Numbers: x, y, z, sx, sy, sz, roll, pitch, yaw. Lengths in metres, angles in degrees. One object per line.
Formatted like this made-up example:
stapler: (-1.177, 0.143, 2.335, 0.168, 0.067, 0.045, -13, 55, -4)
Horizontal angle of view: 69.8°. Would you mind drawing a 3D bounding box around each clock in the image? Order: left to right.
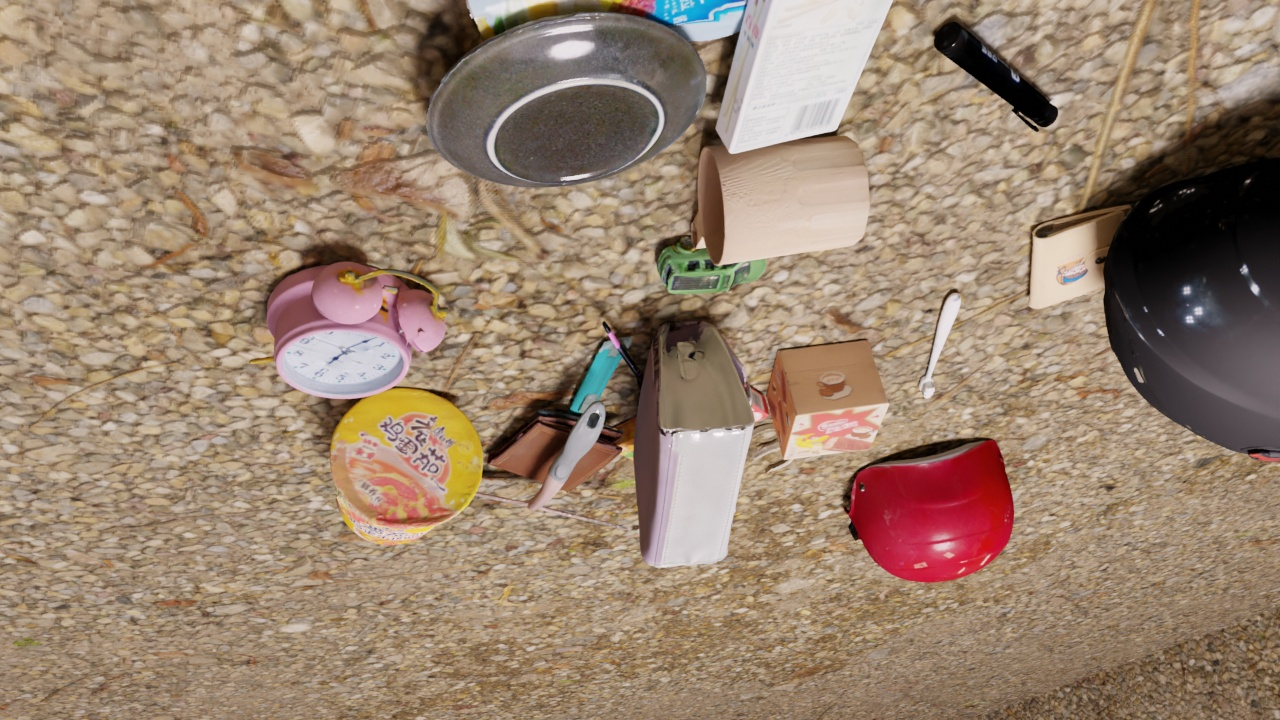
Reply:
clock: (-0.223, -0.028, 0.724, 0.159, 0.059, 0.117, -33, 141, 29)

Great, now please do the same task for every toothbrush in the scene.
toothbrush: (-0.005, 0.005, 0.857, 0.018, 0.014, 0.189, -24, 153, 3)
toothbrush: (0.302, -0.012, 0.926, 0.016, 0.016, 0.180, -12, 147, -1)

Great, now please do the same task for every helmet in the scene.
helmet: (0.382, 0.218, 1.190, 0.207, 0.143, 0.240, -13, 148, 0)
helmet: (0.506, -0.039, 0.747, 0.231, 0.233, 0.275, 4, 153, 31)

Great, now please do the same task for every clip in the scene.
clip: (0.171, 0.093, 1.040, 0.103, 0.035, 0.093, -15, 144, -7)

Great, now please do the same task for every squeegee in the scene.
squeegee: (-0.086, 0.113, 0.927, 0.247, 0.040, 0.250, 16, 143, -16)

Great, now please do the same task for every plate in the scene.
plate: (-0.043, -0.149, 0.577, 0.179, 0.024, 0.179, -12, 163, -4)

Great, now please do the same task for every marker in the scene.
marker: (0.246, -0.193, 0.631, 0.132, 0.020, 0.022, 18, 123, -37)

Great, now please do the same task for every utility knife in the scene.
utility knife: (-0.052, 0.039, 0.914, 0.029, 0.013, 0.217, 5, 145, -19)

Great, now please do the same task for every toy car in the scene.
toy car: (0.060, -0.077, 0.747, 0.091, 0.036, 0.043, -8, 146, -10)

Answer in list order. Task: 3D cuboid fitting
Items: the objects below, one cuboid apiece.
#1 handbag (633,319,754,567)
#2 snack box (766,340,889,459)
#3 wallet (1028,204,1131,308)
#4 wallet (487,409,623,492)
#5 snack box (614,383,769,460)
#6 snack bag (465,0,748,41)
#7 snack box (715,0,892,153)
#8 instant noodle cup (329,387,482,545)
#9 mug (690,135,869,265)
handbag: (0.044, 0.078, 0.851, 0.098, 0.144, 0.197, -4, 135, -11)
snack box: (0.185, 0.041, 0.920, 0.092, 0.077, 0.094, -7, 147, -5)
wallet: (0.395, -0.092, 0.823, 0.087, 0.024, 0.115, -19, 145, 10)
wallet: (-0.091, 0.095, 0.961, 0.101, 0.032, 0.125, 20, 142, -26)
snack box: (0.049, 0.066, 0.969, 0.156, 0.027, 0.077, -28, 142, 27)
snack bag: (0.000, -0.215, 0.519, 0.191, 0.038, 0.110, -15, 143, 3)
snack box: (0.102, -0.195, 0.558, 0.084, 0.027, 0.157, -16, 153, -16)
instant noodle cup: (-0.230, 0.109, 0.875, 0.138, 0.137, 0.110, 6, 152, -23)
mug: (0.097, -0.112, 0.673, 0.103, 0.084, 0.125, -7, 172, -7)
